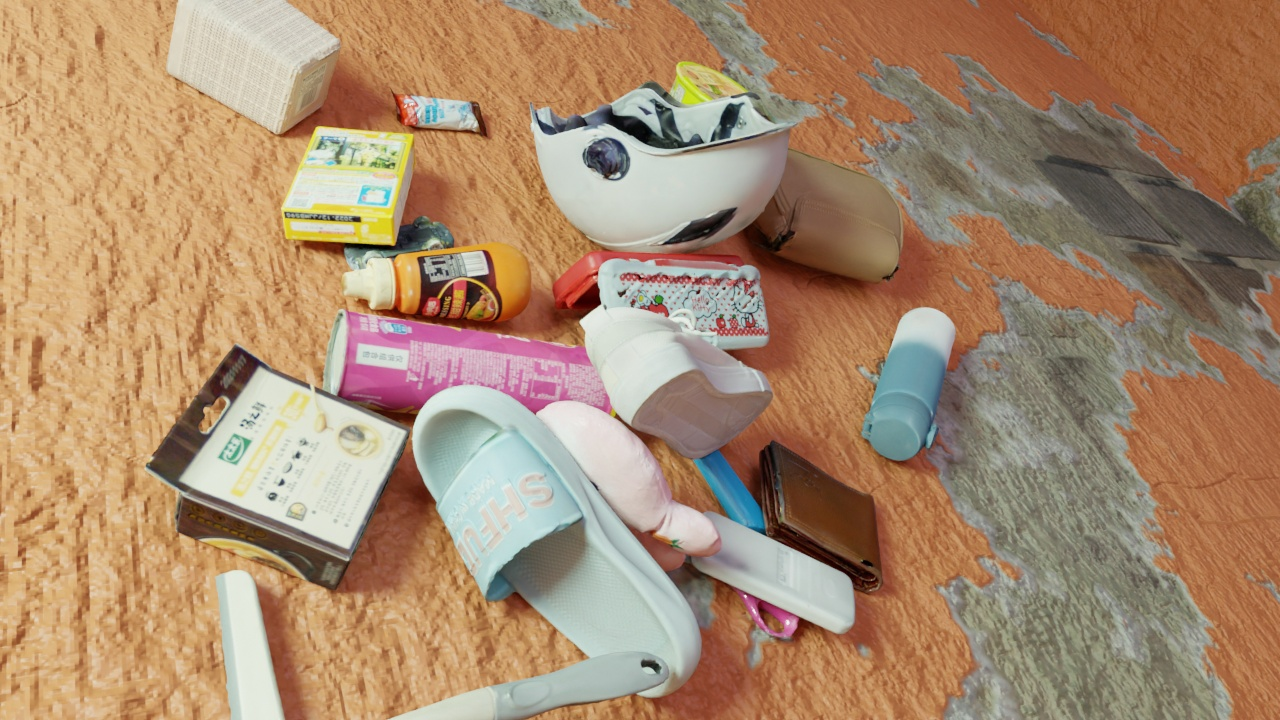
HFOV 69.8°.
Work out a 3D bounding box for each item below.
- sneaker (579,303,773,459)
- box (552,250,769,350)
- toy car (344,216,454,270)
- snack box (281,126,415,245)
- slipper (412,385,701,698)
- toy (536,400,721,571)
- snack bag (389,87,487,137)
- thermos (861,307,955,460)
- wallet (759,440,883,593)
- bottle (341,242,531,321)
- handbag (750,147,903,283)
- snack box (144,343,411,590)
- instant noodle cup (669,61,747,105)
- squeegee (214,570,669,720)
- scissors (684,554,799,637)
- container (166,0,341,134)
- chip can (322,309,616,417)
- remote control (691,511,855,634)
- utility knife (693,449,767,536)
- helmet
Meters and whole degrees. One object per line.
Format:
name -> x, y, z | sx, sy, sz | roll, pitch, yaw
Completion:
sneaker -> 0.026, 0.012, 0.700 | 0.090, 0.089, 0.242 | 51, 12, 23
box -> 0.028, -0.044, 0.839 | 0.201, 0.095, 0.101 | -4, 68, -41
toy car -> -0.202, -0.093, 0.769 | 0.090, 0.034, 0.043 | -16, 50, -27
snack box -> -0.243, -0.150, 0.777 | 0.087, 0.034, 0.140 | 2, 43, -7
slipper -> -0.064, 0.125, 0.589 | 0.245, 0.104, 0.074 | 46, 35, 4
toy -> -0.018, 0.093, 0.641 | 0.159, 0.122, 0.054 | 40, 51, -9
snack bag -> -0.205, -0.253, 0.938 | 0.104, 0.026, 0.048 | -2, 63, -35
thermos -> 0.284, 0.023, 0.958 | 0.070, 0.070, 0.219 | 35, 39, 1
wallet -> 0.155, 0.130, 0.778 | 0.124, 0.032, 0.101 | 31, 34, -19
bottle -> -0.166, -0.063, 0.746 | 0.149, 0.067, 0.066 | -4, 52, -28
handbag -> 0.212, -0.166, 1.080 | 0.204, 0.100, 0.147 | 14, 51, -23
snack box -> -0.224, 0.066, 0.578 | 0.125, 0.053, 0.113 | 24, 40, -10
instant noodle cup -> 0.061, -0.253, 1.038 | 0.111, 0.124, 0.111 | 22, 34, -17
squeegee -> -0.091, 0.195, 0.503 | 0.246, 0.039, 0.246 | -7, 53, -23
scissors -> 0.069, 0.156, 0.716 | 0.138, 0.017, 0.083 | 34, 40, 6
container -> -0.340, -0.273, 0.819 | 0.111, 0.090, 0.090 | 32, 39, -6
chip can -> -0.123, 0.011, 0.688 | 0.210, 0.072, 0.071 | 9, 45, -27
remote control -> 0.102, 0.162, 0.699 | 0.136, 0.020, 0.055 | 26, 32, -7
utility knife -> 0.057, 0.084, 0.778 | 0.034, 0.018, 0.159 | 2, 47, -49
helmet -> 0.021, -0.176, 0.891 | 0.259, 0.146, 0.228 | 19, 32, 32
